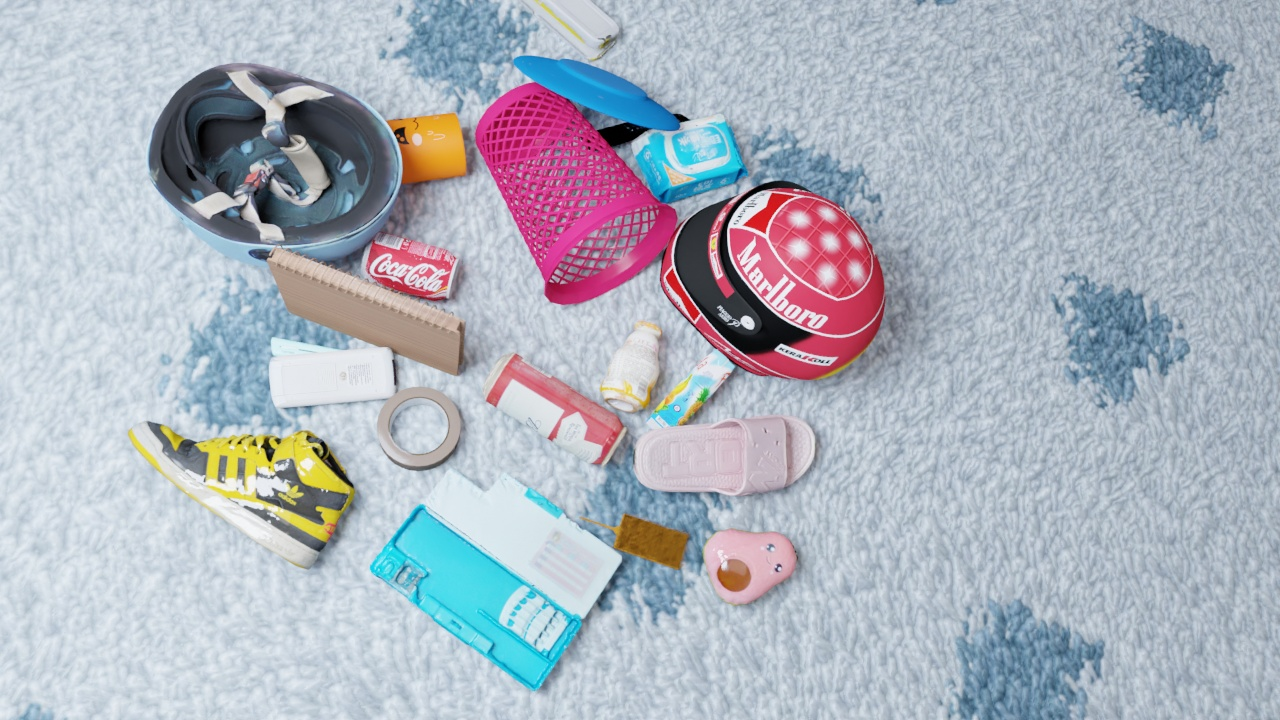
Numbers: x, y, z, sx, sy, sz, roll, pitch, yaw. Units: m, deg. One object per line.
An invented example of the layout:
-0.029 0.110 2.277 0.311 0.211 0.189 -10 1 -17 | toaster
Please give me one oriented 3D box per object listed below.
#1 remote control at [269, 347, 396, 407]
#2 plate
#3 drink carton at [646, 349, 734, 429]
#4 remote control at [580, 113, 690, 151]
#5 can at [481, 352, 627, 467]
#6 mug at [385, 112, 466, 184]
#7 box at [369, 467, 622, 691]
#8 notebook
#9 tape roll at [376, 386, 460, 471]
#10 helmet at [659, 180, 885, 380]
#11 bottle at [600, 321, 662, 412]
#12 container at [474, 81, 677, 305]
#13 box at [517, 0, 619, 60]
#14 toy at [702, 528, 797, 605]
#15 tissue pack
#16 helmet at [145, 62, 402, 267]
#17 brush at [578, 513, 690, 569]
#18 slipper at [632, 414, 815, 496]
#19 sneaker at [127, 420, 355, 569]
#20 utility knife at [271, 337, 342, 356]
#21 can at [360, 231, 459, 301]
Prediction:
-0.352 0.019 1.052 0.138 0.025 0.060 -5 91 -14 | remote control
-0.049 -0.347 1.156 0.224 0.224 0.024 21 113 -5 | plate
0.063 0.041 1.132 0.038 0.044 0.128 44 71 3 | drink carton
-0.005 -0.308 1.234 0.151 0.020 0.041 -18 36 -17 | remote control
-0.101 0.058 1.078 0.170 0.067 0.067 31 69 -2 | can
-0.277 -0.273 1.148 0.095 0.078 0.112 -11 45 -15 | mug
-0.157 0.228 1.029 0.227 0.039 0.181 36 68 1 | box
-0.297 -0.051 1.015 0.210 0.169 0.022 21 69 -5 | notebook
-0.255 0.079 1.058 0.093 0.030 0.093 3 72 -11 | tape roll
0.166 -0.101 1.100 0.271 0.225 0.197 41 65 1 | helmet
-0.007 0.007 1.117 0.063 0.063 0.108 22 69 -5 | bottle
-0.092 -0.213 1.118 0.183 0.183 0.225 -28 73 -19 | container
-0.123 -0.500 1.270 0.210 0.045 0.065 41 56 3 | box
0.130 0.236 1.080 0.109 0.051 0.090 -15 78 -17 | toy
0.069 -0.271 1.220 0.144 0.062 0.093 -19 77 -17 | tissue pack
-0.399 -0.207 1.042 0.265 0.167 0.225 13 71 -3 | helmet
-0.007 0.205 1.079 0.126 0.017 0.048 20 70 -5 | brush
0.111 0.115 1.088 0.239 0.064 0.094 -2 87 -21 | slipper
-0.416 0.108 0.983 0.238 0.086 0.122 37 75 -3 | sneaker
-0.369 -0.007 1.070 0.120 0.015 0.022 10 74 -13 | utility knife
-0.274 -0.111 1.095 0.104 0.064 0.064 15 70 -7 | can
